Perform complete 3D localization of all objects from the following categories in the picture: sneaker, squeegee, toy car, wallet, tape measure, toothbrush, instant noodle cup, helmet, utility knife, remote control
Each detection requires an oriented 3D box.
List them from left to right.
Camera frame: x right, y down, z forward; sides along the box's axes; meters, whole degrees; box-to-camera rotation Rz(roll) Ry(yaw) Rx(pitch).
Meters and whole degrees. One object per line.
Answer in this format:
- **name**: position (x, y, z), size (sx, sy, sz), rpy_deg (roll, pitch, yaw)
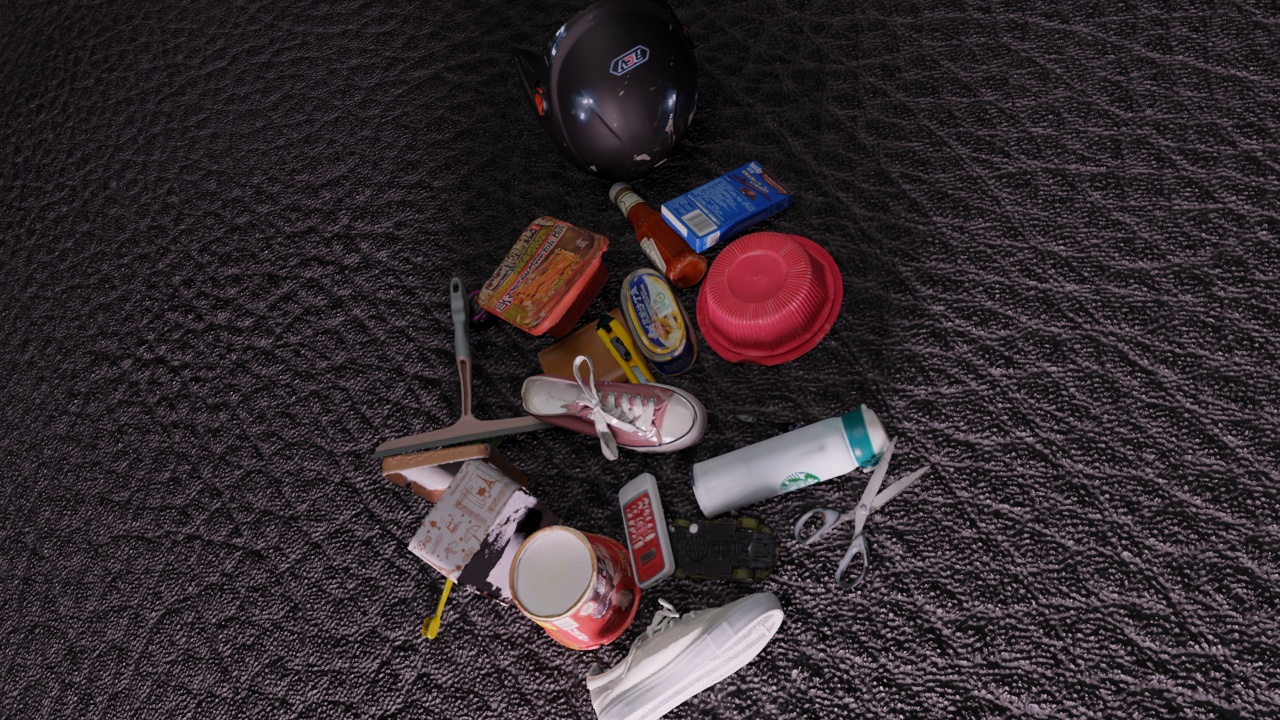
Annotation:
- **toothbrush**: position (-0.242, 0.261, 1.180), size (0.017, 0.015, 0.189), rpy_deg (5, 68, 31)
- **squeegee**: position (-0.242, 0.001, 1.254), size (0.248, 0.040, 0.249), rpy_deg (-10, 67, 3)
- **toy car**: position (-0.230, 0.115, 1.235), size (0.091, 0.036, 0.043), rpy_deg (-35, 59, 8)
- **tape measure**: position (-0.232, -0.073, 1.322), size (0.057, 0.039, 0.057), rpy_deg (21, 75, 28)
- **instant noodle cup**: position (-0.121, -0.107, 1.253), size (0.164, 0.079, 0.189), rpy_deg (-53, 39, -8)
- **instant noodle cup**: position (-0.079, 0.257, 1.062), size (0.138, 0.108, 0.137), rpy_deg (-9, 63, 17)
- **wallet**: position (-0.068, -0.006, 1.226), size (0.131, 0.035, 0.119), rpy_deg (-29, 59, 6)
- **sneaker**: position (-0.040, 0.060, 1.128), size (0.241, 0.087, 0.118), rpy_deg (11, 89, 12)
- **helmet**: position (-0.033, -0.376, 1.258), size (0.233, 0.275, 0.230), rpy_deg (-27, 86, -7)
- **utility knife**: position (-0.007, 0.007, 1.180), size (0.033, 0.015, 0.164), rpy_deg (-36, 78, 6)
- **remote control**: position (0.006, 0.200, 1.087), size (0.056, 0.020, 0.135), rpy_deg (-39, 46, 30)
- **sneaker**: position (0.043, 0.312, 1.004), size (0.242, 0.089, 0.090), rpy_deg (-38, 53, 9)
- **toy car**: position (0.083, 0.217, 1.052), size (0.158, 0.042, 0.070), rpy_deg (-4, 65, 32)
- **instant noodle cup**: position (0.155, -0.091, 1.160), size (0.194, 0.066, 0.193), rpy_deg (-9, 64, 18)
- **toothbrush**: position (0.199, 0.083, 1.087), size (0.189, 0.016, 0.014), rpy_deg (10, 76, 24)

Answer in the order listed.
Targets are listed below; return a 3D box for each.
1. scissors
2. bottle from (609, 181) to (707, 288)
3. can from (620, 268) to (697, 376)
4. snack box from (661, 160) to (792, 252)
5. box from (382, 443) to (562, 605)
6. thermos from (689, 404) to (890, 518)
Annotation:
- **scissors**: position (0.238, 0.167, 0.997), size (0.176, 0.014, 0.159), rpy_deg (-11, 79, 38)
- **bottle**: position (0.017, -0.179, 1.262), size (0.060, 0.060, 0.206), rpy_deg (-38, 53, 1)
- **can**: position (0.023, -0.052, 1.203), size (0.075, 0.049, 0.148), rpy_deg (-26, 59, 9)
- **snack box**: position (0.115, -0.206, 1.222), size (0.157, 0.026, 0.084), rpy_deg (-28, 56, -19)
- **box**: position (-0.214, 0.172, 1.102), size (0.181, 0.182, 0.153), rpy_deg (26, 75, 22)
- **thermos**: position (0.172, 0.118, 1.048), size (0.224, 0.073, 0.073), rpy_deg (-20, 60, 13)
